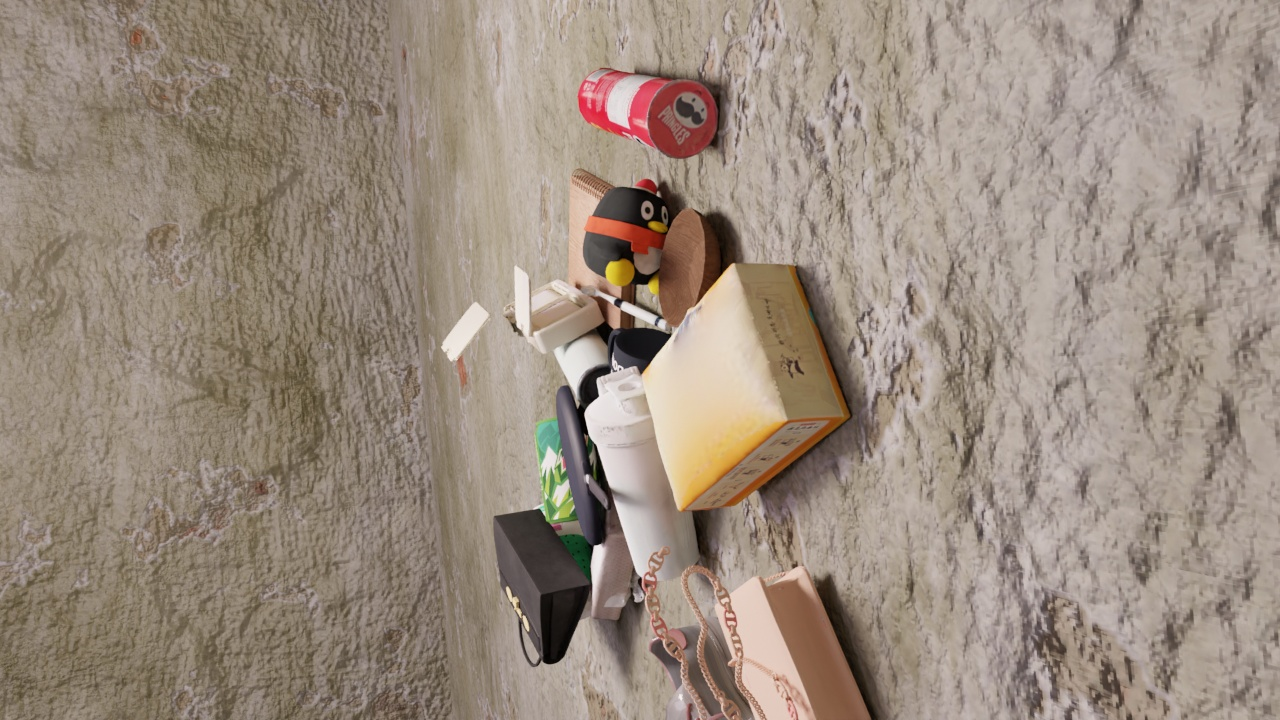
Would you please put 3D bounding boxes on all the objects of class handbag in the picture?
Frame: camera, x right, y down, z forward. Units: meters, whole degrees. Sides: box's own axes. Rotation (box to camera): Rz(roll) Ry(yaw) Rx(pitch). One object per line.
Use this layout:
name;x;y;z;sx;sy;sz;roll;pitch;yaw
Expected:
handbag;-0.150;0.342;1.286;0.176;0.072;0.196;44;131;50
handbag;0.068;0.255;0.738;0.117;0.186;0.198;-52;51;51

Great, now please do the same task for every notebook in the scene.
notebook;-0.052;-0.148;1.185;0.210;0.022;0.169;-136;44;-59

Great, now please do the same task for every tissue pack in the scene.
tissue pack;-0.026;0.249;1.170;0.103;0.071;0.182;-96;17;-51

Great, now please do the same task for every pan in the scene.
pan;-0.065;0.131;1.045;0.356;0.021;0.199;-169;68;-80

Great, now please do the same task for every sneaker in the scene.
sneaker;0.071;0.355;0.890;0.236;0.089;0.099;-122;34;-50

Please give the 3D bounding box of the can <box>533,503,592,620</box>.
can;-0.115;0.298;1.361;0.088;0.088;0.165;110;148;-48

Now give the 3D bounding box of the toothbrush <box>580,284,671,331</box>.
toothbrush;-0.020;-0.063;1.083;0.187;0.017;0.012;28;122;53

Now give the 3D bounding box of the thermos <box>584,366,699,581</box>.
thermos;0.004;0.118;0.958;0.099;0.099;0.220;-144;39;-63

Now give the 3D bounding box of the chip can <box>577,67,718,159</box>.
chip can;-0.001;-0.262;0.954;0.233;0.073;0.073;-137;46;-61

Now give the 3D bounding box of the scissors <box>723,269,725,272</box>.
scissors;0.077;0.006;0.896;0.159;0.014;0.172;115;144;-51

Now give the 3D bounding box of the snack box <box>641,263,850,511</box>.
snack box;0.074;0.028;0.790;0.196;0.080;0.145;-52;47;52

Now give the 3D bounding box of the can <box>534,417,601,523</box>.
can;-0.102;0.154;1.299;0.083;0.083;0.144;146;117;-67

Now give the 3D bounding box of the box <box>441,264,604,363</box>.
box;-0.166;-0.067;1.171;0.143;0.194;0.101;31;147;59

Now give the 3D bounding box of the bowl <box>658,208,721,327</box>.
bowl;0.052;-0.089;0.900;0.118;0.030;0.118;-175;90;-70

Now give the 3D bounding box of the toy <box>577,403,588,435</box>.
toy;-0.049;0.069;1.176;0.076;0.062;0.100;-52;17;9

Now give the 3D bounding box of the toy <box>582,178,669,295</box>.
toy;-0.011;-0.139;0.984;0.100;0.097;0.119;21;98;47

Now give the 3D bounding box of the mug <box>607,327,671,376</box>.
mug;-0.006;0.006;1.021;0.105;0.071;0.078;44;136;44

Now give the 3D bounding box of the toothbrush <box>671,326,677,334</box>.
toothbrush;0.042;-0.046;0.964;0.022;0.024;0.185;-1;95;27

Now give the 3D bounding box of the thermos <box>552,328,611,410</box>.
thermos;-0.072;-0.005;1.176;0.230;0.068;0.068;-126;36;-63
